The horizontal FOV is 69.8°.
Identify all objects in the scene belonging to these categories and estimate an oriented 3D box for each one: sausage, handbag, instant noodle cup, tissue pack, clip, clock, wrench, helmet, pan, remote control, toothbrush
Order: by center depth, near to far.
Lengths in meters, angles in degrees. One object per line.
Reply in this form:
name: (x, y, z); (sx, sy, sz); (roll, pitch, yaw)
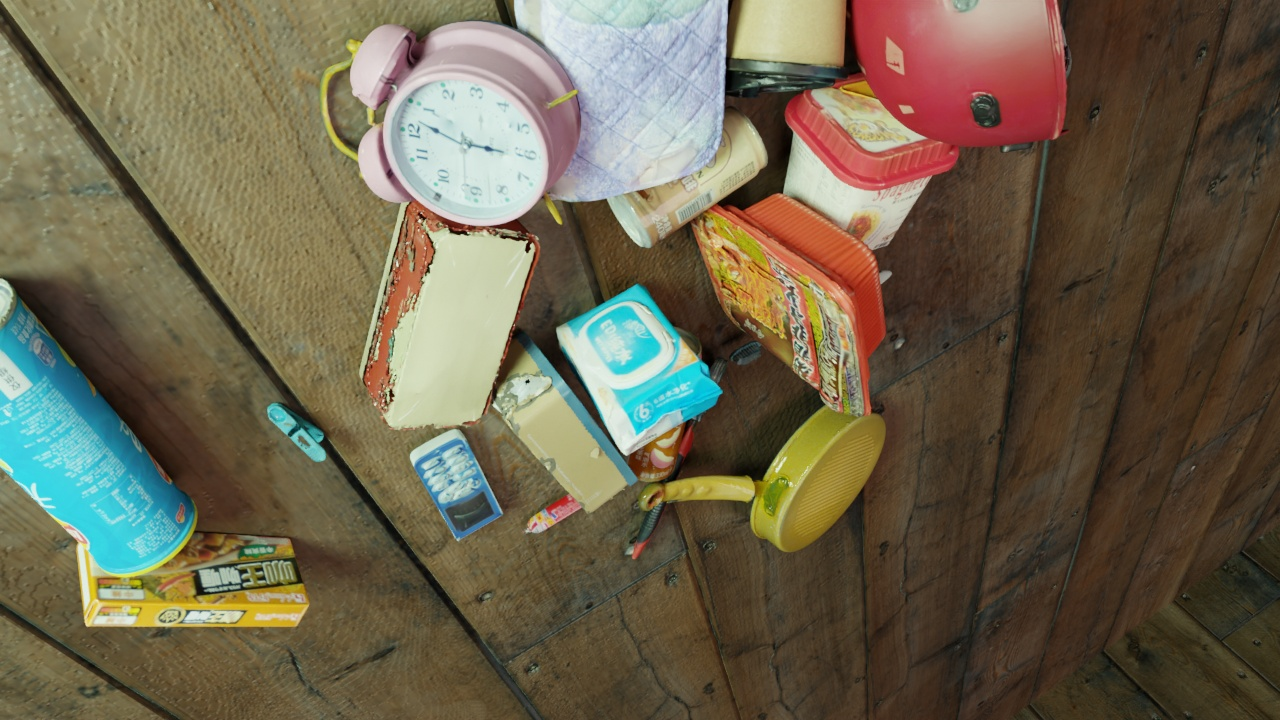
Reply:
clock: (-0.117, -0.143, 0.559); (0.158, 0.059, 0.117); (12, 133, 2)
handbag: (-0.014, -0.206, 0.593); (0.134, 0.075, 0.194); (-20, 134, -21)
helmet: (0.213, -0.240, 0.634); (0.144, 0.239, 0.207); (-9, 122, 26)
clip: (-0.256, 0.051, 0.685); (0.013, 0.033, 0.054); (-39, 123, -2)
tissue pack: (-0.004, 0.004, 0.740); (0.090, 0.140, 0.063); (-30, 139, -6)
instant noodle cup: (0.128, -0.057, 0.750); (0.079, 0.189, 0.165); (-40, 142, -12)
instant noodle cup: (0.177, -0.156, 0.759); (0.116, 0.116, 0.124); (-19, 147, -22)
remote control: (-0.160, 0.110, 0.804); (0.049, 0.024, 0.125); (-28, 136, -13)
toothbrush: (0.169, -0.043, 0.891); (0.191, 0.018, 0.016); (-28, 137, -13)
sausage: (-0.048, 0.129, 0.908); (0.155, 0.020, 0.020); (-29, 138, -12)
wrench: (0.037, 0.104, 0.936); (0.056, 0.016, 0.274); (-50, 164, -54)
pan: (0.140, 0.131, 0.996); (0.356, 0.078, 0.198); (-9, 127, -48)

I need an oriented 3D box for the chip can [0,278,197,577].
chip can: (-0.360, 0.049, 0.570); (0.071, 0.071, 0.210); (-27, 137, -14)

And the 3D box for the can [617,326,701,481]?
can: (0.016, 0.043, 0.848); (0.057, 0.058, 0.148); (-12, 132, -28)

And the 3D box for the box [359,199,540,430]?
box: (-0.138, -0.029, 0.659); (0.091, 0.076, 0.169); (-1, 125, -37)

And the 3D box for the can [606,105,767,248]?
can: (0.035, -0.139, 0.699); (0.116, 0.058, 0.058); (-35, 139, -5)

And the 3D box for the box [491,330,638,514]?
box: (-0.067, 0.059, 0.781); (0.060, 0.090, 0.184); (-38, 141, -3)

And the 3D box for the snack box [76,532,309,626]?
snack box: (-0.332, 0.163, 0.687); (0.153, 0.075, 0.026); (16, 116, -44)

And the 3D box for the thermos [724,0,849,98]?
thermos: (0.101, -0.249, 0.620); (0.092, 0.093, 0.143); (-8, 112, -31)
